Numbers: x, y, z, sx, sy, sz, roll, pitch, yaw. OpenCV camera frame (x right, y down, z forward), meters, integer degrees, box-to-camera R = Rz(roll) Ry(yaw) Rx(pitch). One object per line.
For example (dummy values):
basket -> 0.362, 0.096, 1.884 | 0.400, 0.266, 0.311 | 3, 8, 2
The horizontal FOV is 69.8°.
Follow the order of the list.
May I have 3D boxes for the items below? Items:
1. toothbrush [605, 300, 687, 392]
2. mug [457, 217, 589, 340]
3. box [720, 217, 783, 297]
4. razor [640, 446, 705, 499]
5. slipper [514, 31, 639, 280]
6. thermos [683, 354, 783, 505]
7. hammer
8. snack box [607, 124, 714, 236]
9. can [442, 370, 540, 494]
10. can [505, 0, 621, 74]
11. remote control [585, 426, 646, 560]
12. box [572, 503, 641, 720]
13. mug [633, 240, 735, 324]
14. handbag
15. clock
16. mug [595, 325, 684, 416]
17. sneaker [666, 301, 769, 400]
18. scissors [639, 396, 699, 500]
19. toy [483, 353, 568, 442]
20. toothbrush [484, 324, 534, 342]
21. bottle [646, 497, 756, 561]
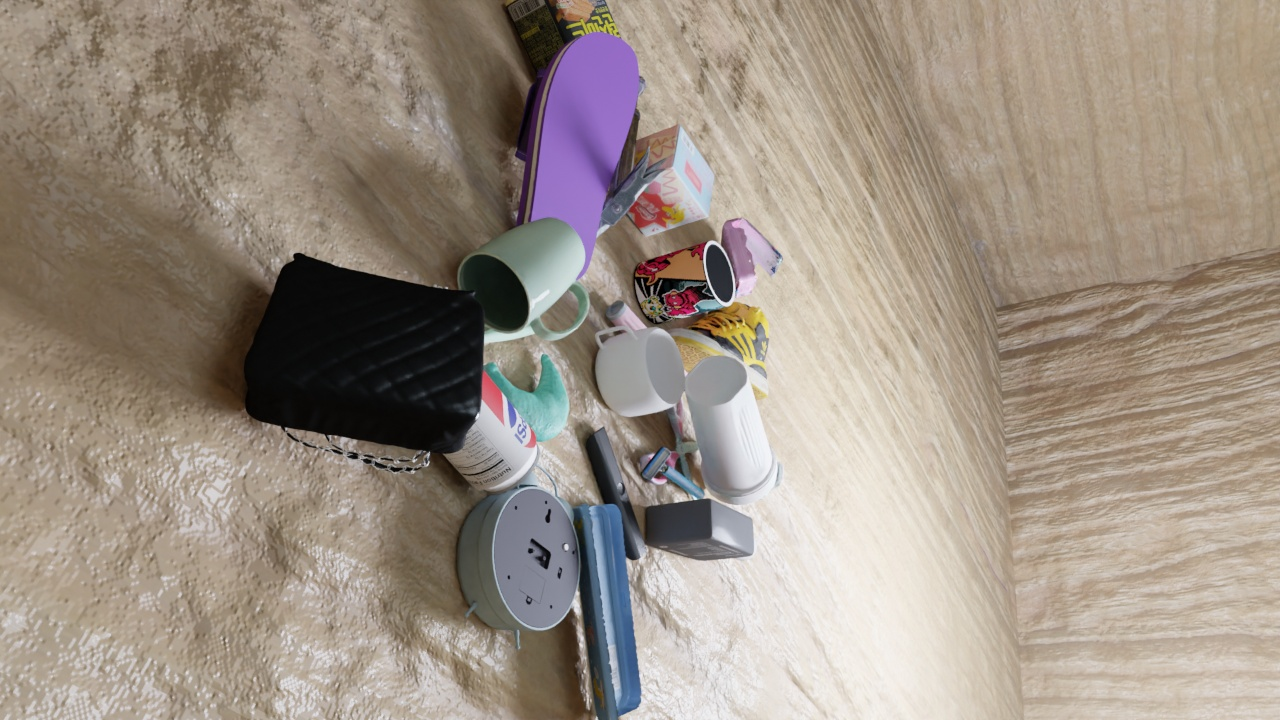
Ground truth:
toothbrush -> 0.035, 0.010, 1.101 | 0.222, 0.027, 0.026 | 47, 47, -30
mug -> -0.095, -0.072, 0.851 | 0.111, 0.084, 0.103 | 52, 46, -5
box -> 0.150, -0.140, 1.251 | 0.230, 0.071, 0.084 | 18, 59, -85
razor -> 0.042, 0.137, 1.073 | 0.042, 0.022, 0.144 | -51, 144, -2
slipper -> -0.087, -0.213, 0.966 | 0.107, 0.084, 0.266 | 17, 83, -40
thermos -> 0.109, 0.091, 1.087 | 0.221, 0.099, 0.099 | 70, 25, -49
hammer -> -0.018, -0.259, 1.088 | 0.028, 0.147, 0.316 | 31, 36, -20
snack box -> 0.026, -0.221, 1.136 | 0.093, 0.095, 0.079 | 47, 42, -42
can -> -0.145, 0.046, 0.762 | 0.132, 0.070, 0.070 | 56, 36, -32
can -> -0.081, -0.375, 1.040 | 0.101, 0.073, 0.130 | 65, 32, -15
remote control -> -0.026, 0.142, 0.981 | 0.033, 0.015, 0.147 | -33, 107, -59
box -> -0.039, 0.244, 0.896 | 0.125, 0.043, 0.209 | 31, 50, -76
mug -> 0.061, -0.101, 1.143 | 0.117, 0.098, 0.082 | -41, 114, -57
handbag -> -0.192, 0.001, 0.659 | 0.153, 0.115, 0.125 | 10, 61, -13
clock -> -0.103, 0.164, 0.812 | 0.122, 0.045, 0.159 | 48, 39, -40
mug -> -0.006, 0.006, 1.016 | 0.115, 0.068, 0.094 | 55, 36, -33
sneaker -> 0.103, -0.032, 1.197 | 0.238, 0.086, 0.122 | 33, 57, -56
scissors -> 0.041, 0.093, 1.116 | 0.170, 0.013, 0.177 | -1, 80, -59
toy -> -0.104, 0.037, 0.877 | 0.105, 0.033, 0.085 | -12, 78, -59
toothbrush -> -0.143, -0.023, 0.848 | 0.022, 0.015, 0.154 | 50, 27, 14
bottle -> 0.085, 0.205, 1.079 | 0.173, 0.084, 0.046 | 32, 52, -52
